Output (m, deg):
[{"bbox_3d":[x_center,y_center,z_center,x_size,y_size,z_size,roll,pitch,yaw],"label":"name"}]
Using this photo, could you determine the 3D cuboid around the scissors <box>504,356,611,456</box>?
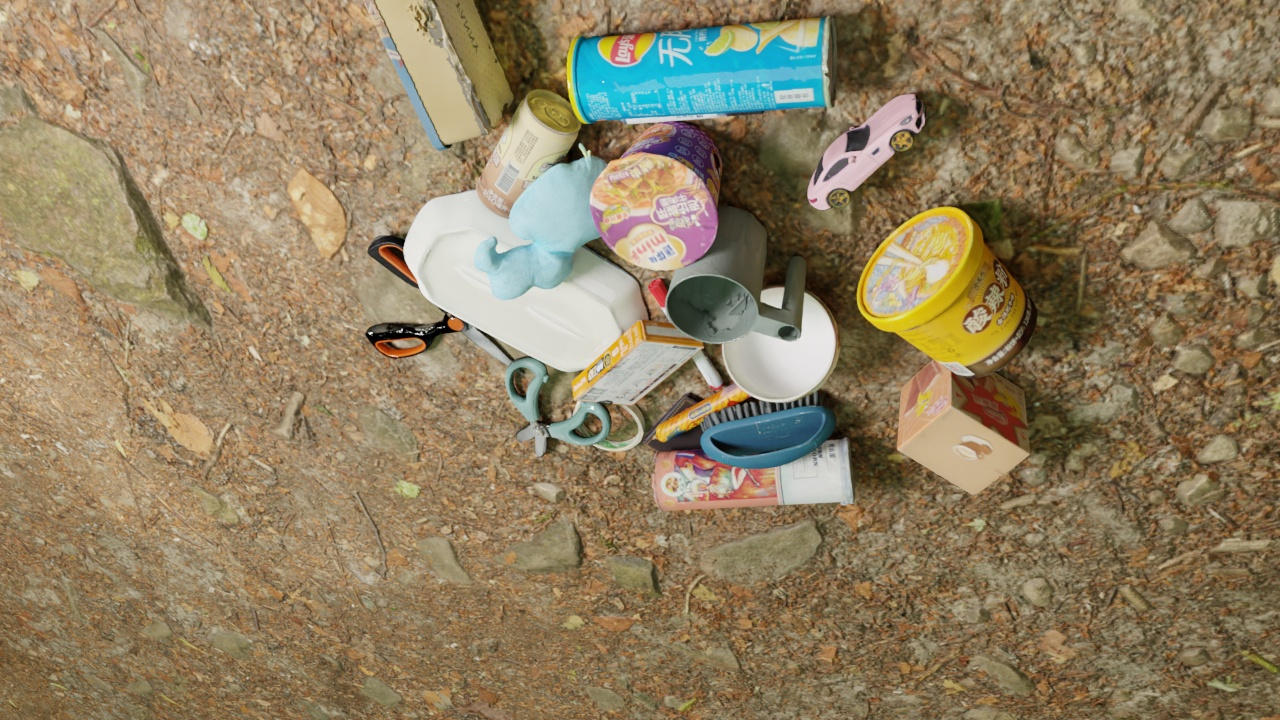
[{"bbox_3d":[-0.119,0.055,1.075,0.177,0.019,0.172,-23,115,46],"label":"scissors"}]

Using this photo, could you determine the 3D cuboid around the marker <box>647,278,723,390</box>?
[{"bbox_3d":[0.049,-0.025,0.960,0.017,0.017,0.145,-16,123,30],"label":"marker"}]

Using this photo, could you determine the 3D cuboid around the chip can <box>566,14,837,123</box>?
[{"bbox_3d":[0.050,-0.234,0.743,0.210,0.071,0.071,1,130,17],"label":"chip can"}]

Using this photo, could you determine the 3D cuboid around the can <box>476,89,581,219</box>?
[{"bbox_3d":[-0.104,-0.187,0.844,0.058,0.058,0.117,32,132,-10],"label":"can"}]

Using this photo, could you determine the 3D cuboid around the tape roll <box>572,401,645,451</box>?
[{"bbox_3d":[-0.037,0.072,1.075,0.086,0.013,0.086,10,132,11],"label":"tape roll"}]

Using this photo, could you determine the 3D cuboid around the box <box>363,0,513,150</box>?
[{"bbox_3d":[-0.169,-0.268,0.777,0.062,0.089,0.184,-7,125,16],"label":"box"}]

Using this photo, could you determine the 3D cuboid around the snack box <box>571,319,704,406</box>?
[{"bbox_3d":[-0.006,0.006,0.961,0.075,0.026,0.154,6,152,-31],"label":"snack box"}]

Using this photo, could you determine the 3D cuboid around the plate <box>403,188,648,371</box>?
[{"bbox_3d":[-0.121,-0.069,0.954,0.265,0.034,0.162,30,129,-14],"label":"plate"}]

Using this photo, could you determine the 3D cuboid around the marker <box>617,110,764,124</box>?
[{"bbox_3d":[0.042,-0.219,0.795,0.131,0.018,0.023,2,121,17],"label":"marker"}]

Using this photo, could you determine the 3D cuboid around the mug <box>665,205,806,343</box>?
[{"bbox_3d":[0.091,-0.074,0.841,0.124,0.103,0.084,17,138,-2],"label":"mug"}]

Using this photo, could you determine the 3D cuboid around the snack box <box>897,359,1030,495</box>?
[{"bbox_3d":[0.311,0.057,0.888,0.093,0.094,0.077,31,132,-8],"label":"snack box"}]

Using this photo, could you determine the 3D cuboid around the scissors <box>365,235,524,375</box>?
[{"bbox_3d":[-0.223,-0.055,1.028,0.234,0.021,0.221,-12,129,26],"label":"scissors"}]

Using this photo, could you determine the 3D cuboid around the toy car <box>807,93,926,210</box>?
[{"bbox_3d":[0.183,-0.174,0.760,0.037,0.056,0.123,32,132,-19],"label":"toy car"}]

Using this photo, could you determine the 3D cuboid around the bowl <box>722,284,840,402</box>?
[{"bbox_3d":[0.143,-0.013,0.894,0.114,0.113,0.062,-11,168,27],"label":"bowl"}]

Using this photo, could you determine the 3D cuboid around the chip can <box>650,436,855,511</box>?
[{"bbox_3d":[0.124,0.128,1.012,0.215,0.071,0.071,-6,127,15],"label":"chip can"}]

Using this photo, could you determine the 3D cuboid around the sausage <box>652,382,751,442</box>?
[{"bbox_3d":[0.079,0.049,0.995,0.165,0.021,0.021,-31,115,26],"label":"sausage"}]

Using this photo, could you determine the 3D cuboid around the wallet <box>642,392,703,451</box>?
[{"bbox_3d":[0.077,0.096,1.054,0.122,0.020,0.097,32,130,-11],"label":"wallet"}]

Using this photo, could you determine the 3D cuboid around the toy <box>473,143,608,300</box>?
[{"bbox_3d":[-0.078,-0.127,0.854,0.161,0.049,0.157,-14,140,-24],"label":"toy"}]

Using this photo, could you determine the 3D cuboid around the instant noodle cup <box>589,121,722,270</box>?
[{"bbox_3d":[0.023,-0.151,0.804,0.111,0.099,0.112,10,132,12],"label":"instant noodle cup"}]

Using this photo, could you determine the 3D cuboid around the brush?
[{"bbox_3d":[0.134,0.078,0.964,0.144,0.073,0.055,-11,136,8],"label":"brush"}]

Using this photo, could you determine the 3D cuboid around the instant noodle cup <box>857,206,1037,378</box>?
[{"bbox_3d":[0.271,-0.052,0.799,0.114,0.118,0.119,36,132,-23],"label":"instant noodle cup"}]
